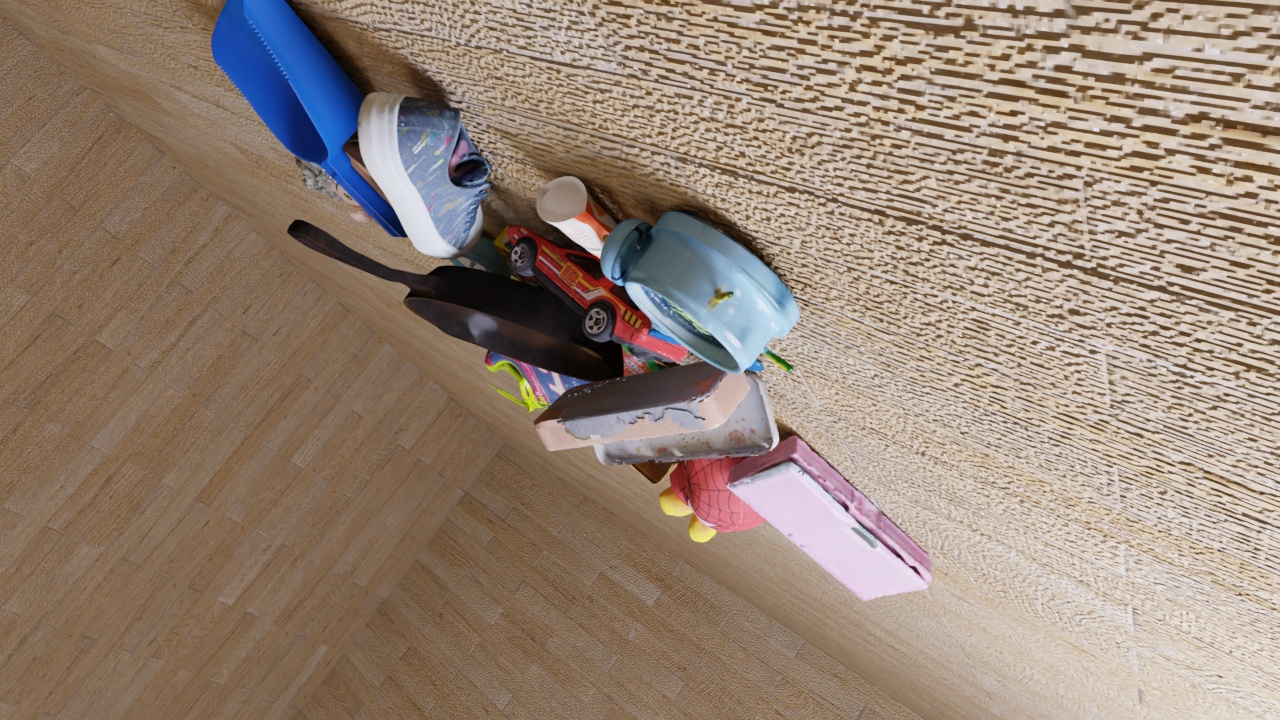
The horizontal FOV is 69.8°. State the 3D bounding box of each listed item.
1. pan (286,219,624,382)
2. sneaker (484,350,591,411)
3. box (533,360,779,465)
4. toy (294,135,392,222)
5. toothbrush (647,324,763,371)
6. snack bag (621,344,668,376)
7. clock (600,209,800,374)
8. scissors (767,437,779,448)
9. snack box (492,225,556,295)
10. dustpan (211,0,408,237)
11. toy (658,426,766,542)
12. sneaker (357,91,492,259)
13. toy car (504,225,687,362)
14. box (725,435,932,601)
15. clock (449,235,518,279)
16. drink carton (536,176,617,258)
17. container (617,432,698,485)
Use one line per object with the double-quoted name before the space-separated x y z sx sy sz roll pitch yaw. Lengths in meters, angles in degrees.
"pan" -0.162 -0.059 0.870 0.355 0.043 0.249 28 167 -40
"sneaker" -0.113 0.048 1.306 0.242 0.091 0.116 36 165 -1
"box" 0.006 0.055 0.842 0.217 0.095 0.107 -11 179 40
"toy" -0.298 -0.188 0.998 0.176 0.076 0.133 29 170 -11
"toothbrush" 0.056 -0.011 0.736 0.132 0.016 0.021 17 175 -40
"snack bag" -0.006 0.006 0.999 0.087 0.044 0.155 32 163 -2
"clock" 0.036 -0.049 0.632 0.162 0.060 0.118 28 167 50
"scissors" 0.130 0.076 0.944 0.133 0.015 0.103 46 168 -22
"snack box" -0.091 -0.076 0.946 0.075 0.025 0.152 29 166 26
"dustpan" -0.294 -0.221 0.853 0.257 0.059 0.246 47 164 -27
"toy" 0.081 0.131 1.060 0.216 0.098 0.147 -3 107 69
"sneaker" -0.161 -0.147 0.779 0.079 0.087 0.235 2 167 5
"toy car" -0.040 -0.059 0.780 0.189 0.056 0.081 38 -172 35
"box" 0.195 0.172 0.936 0.098 0.046 0.233 -31 118 34
"clock" -0.190 -0.114 1.011 0.123 0.042 0.087 23 167 18
"drink carton" -0.024 -0.090 0.712 0.069 0.039 0.122 33 175 44
"container" 0.034 0.071 0.966 0.063 0.114 0.061 41 -178 10
